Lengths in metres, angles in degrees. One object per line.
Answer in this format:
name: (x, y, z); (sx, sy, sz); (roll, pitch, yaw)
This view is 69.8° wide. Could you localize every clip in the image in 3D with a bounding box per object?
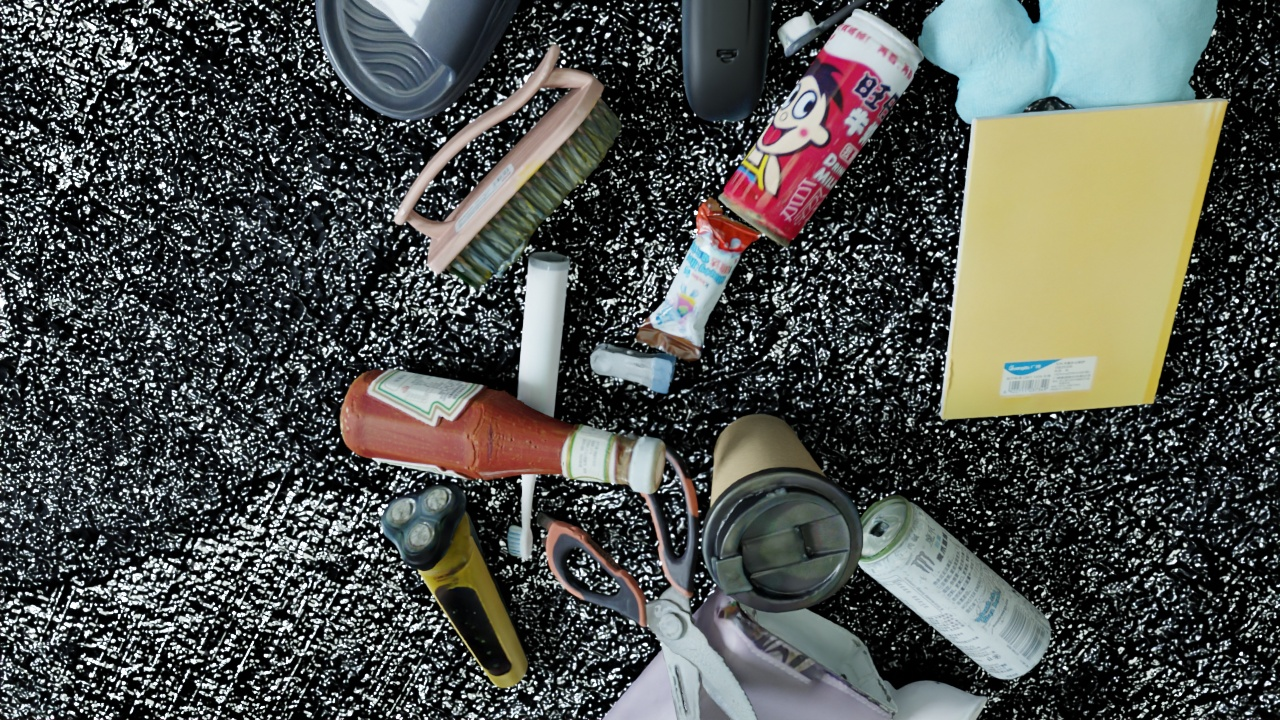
clip: (-0.006, 0.003, 0.611); (0.058, 0.044, 0.027); (15, 111, 4)

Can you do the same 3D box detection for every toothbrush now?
toothbrush: (-0.071, 0.037, 0.620); (0.026, 0.026, 0.221); (14, 110, 19)
toothbrush: (0.159, -0.235, 0.532); (0.181, 0.015, 0.018); (-31, 97, 11)

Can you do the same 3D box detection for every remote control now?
remote control: (0.051, -0.209, 0.536); (0.053, 0.024, 0.136); (0, 109, 0)

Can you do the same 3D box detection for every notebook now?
notebook: (0.269, -0.055, 0.574); (0.146, 0.010, 0.206); (-5, 120, 1)

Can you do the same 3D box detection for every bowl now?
bowl: (0.193, 0.275, 0.672); (0.065, 0.118, 0.118); (34, 110, 30)

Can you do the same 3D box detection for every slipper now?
slipper: (-0.098, -0.259, 0.491); (0.110, 0.083, 0.268); (31, 105, -8)

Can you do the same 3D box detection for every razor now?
razor: (-0.124, 0.164, 0.647); (0.062, 0.067, 0.167); (-18, 114, 7)

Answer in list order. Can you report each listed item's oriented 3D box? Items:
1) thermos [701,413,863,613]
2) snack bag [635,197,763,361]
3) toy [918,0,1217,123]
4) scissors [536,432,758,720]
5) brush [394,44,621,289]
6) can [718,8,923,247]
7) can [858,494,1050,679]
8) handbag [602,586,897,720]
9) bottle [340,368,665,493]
thermos: (0.081, 0.088, 0.574); (0.093, 0.143, 0.093); (0, 109, -1)
snack bag: (0.038, -0.050, 0.589); (0.045, 0.026, 0.105); (22, 110, -11)
toy: (0.254, -0.187, 0.527); (0.156, 0.049, 0.161); (-32, 117, 21)
scissors: (0.011, 0.156, 0.609); (0.225, 0.015, 0.189); (21, 90, 26)
brush: (-0.077, -0.115, 0.548); (0.073, 0.063, 0.146); (40, 104, -23)
can: (0.106, -0.136, 0.545); (0.053, 0.053, 0.133); (33, 106, -10)
can: (0.217, 0.159, 0.642); (0.146, 0.058, 0.058); (40, 104, -12)
handbag: (0.058, 0.260, 0.654); (0.145, 0.098, 0.197); (32, 105, -23)
bottle: (-0.087, 0.049, 0.583); (0.206, 0.059, 0.060); (9, 109, 13)
